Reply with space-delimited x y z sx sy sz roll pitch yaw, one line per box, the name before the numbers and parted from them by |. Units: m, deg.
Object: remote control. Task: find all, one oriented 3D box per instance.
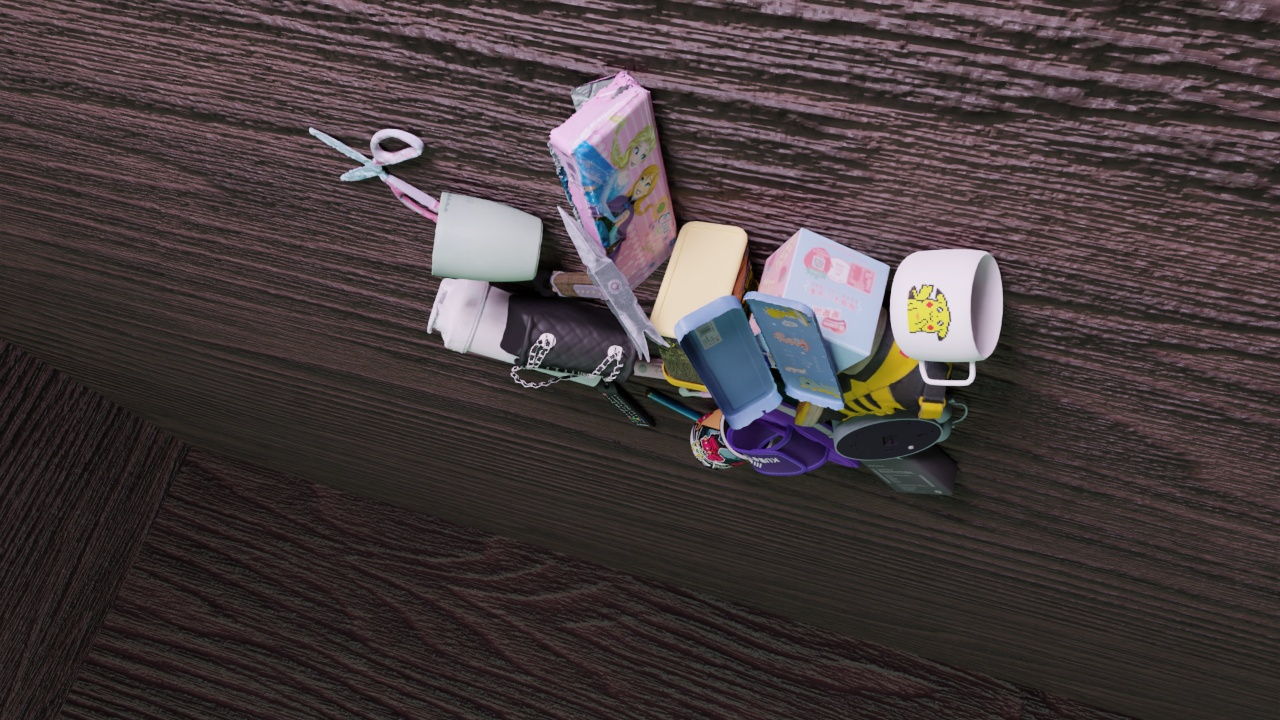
remote control | -0.019 0.069 1.391 0.033 0.015 0.147 5 155 31

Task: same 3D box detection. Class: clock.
clock | 0.297 0.072 1.065 0.159 0.045 0.122 -11 151 13

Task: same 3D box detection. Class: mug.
mug | 0.258 -0.035 0.774 0.068 0.115 0.094 3 -168 38
mug | 0.142 0.103 1.277 0.118 0.081 0.098 -4 168 -23
mug | -0.158 -0.121 0.947 0.104 0.084 0.111 7 178 -11

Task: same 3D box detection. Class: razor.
razor | 0.066 0.077 1.341 0.144 0.022 0.042 33 -169 -25

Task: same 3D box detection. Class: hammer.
hammer | -0.069 -0.079 0.911 0.147 0.028 0.317 57 168 -14

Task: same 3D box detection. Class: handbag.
handbag | -0.081 -0.007 1.046 0.153 0.115 0.125 13 -173 -15

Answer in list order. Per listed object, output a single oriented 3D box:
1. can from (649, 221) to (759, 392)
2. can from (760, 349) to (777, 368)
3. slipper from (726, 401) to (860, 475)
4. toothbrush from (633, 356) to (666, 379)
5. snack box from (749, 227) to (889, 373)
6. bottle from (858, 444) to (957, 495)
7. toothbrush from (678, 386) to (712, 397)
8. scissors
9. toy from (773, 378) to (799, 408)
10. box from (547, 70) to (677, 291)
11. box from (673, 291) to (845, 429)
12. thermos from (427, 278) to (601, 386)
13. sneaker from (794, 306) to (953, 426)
can | 0.062 -0.051 0.869 0.072 0.130 0.101 11 156 18
can | 0.122 -0.030 0.954 0.132 0.070 0.070 9 158 22
slipper | 0.188 0.112 1.172 0.107 0.084 0.266 16 172 46
toothbrush | -0.007 0.007 1.211 0.223 0.027 0.026 7 -175 25
snack box | 0.160 -0.051 0.838 0.093 0.094 0.080 21 159 -11
bottle | 0.336 0.122 1.196 0.084 0.046 0.174 -4 150 44
toothbrush | 0.118 0.043 1.218 0.155 0.015 0.022 0 154 38
scissors | -0.253 -0.193 0.932 0.170 0.013 0.177 32 157 -26
toy | 0.202 0.043 1.122 0.105 0.033 0.085 10 162 31
box | -0.026 -0.149 0.781 0.071 0.084 0.230 40 168 23
box | 0.111 0.001 0.819 0.125 0.043 0.209 -11 152 15
thermos | -0.149 -0.035 1.140 0.220 0.099 0.099 19 160 -15
sneaker | 0.246 0.023 0.960 0.122 0.085 0.239 19 158 1
